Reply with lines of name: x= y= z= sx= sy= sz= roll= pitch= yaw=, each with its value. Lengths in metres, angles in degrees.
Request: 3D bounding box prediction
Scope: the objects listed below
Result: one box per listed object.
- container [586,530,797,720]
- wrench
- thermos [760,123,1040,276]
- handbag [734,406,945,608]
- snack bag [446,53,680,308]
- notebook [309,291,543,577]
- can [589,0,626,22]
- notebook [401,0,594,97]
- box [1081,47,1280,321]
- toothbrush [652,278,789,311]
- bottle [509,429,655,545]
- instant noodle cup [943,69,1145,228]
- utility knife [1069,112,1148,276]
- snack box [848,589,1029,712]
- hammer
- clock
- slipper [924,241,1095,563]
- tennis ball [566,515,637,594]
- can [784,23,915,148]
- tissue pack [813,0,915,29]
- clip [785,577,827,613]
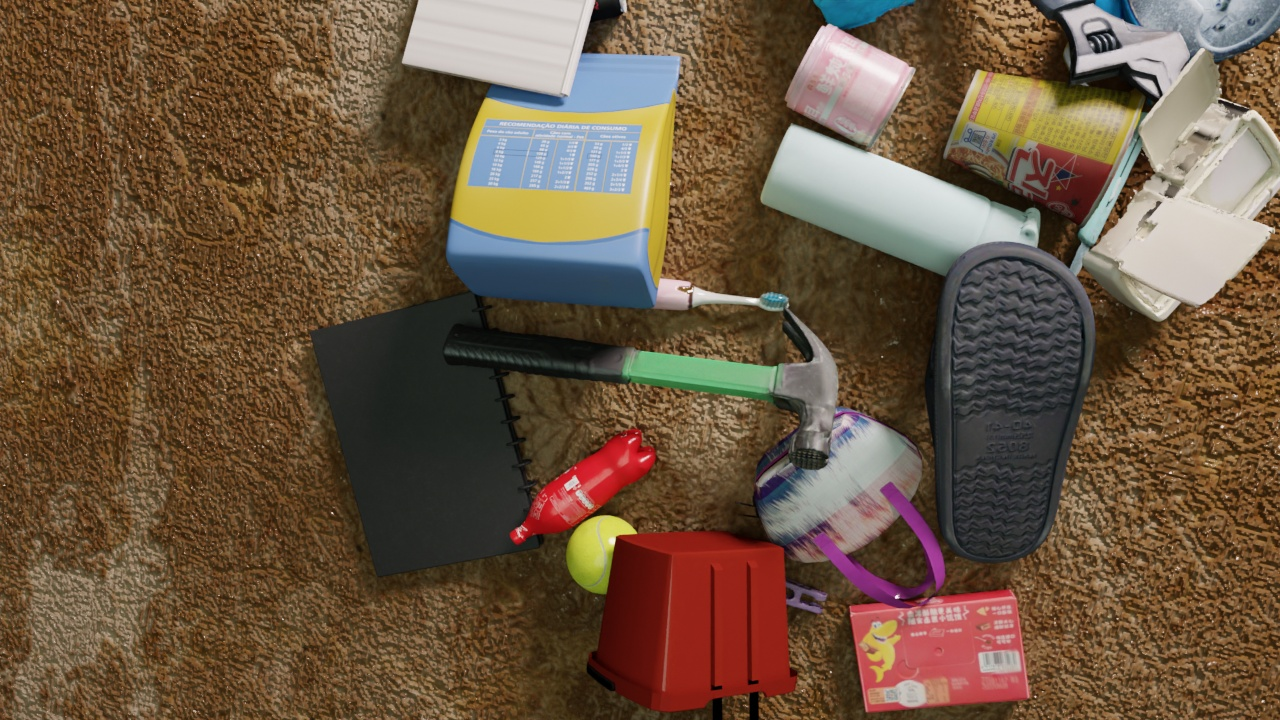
container: x=0.043 y=0.243 z=0.721 sx=0.148 sy=0.127 sz=0.201 roll=4 pitch=88 yaw=-32
wrench: x=0.276 y=-0.271 z=0.642 sx=0.073 sy=0.022 sz=0.273 roll=-33 pitch=71 yaw=-5
thermos: x=0.198 y=-0.112 z=0.698 sx=0.207 sy=0.065 sz=0.078 roll=23 pitch=139 yaw=6
handbag: x=0.178 y=0.129 z=0.742 sx=0.145 sy=0.068 sz=0.170 roll=-40 pitch=96 yaw=11
snack bag: x=-0.054 y=-0.153 z=0.726 sx=0.159 sy=0.102 sz=0.205 roll=5 pitch=75 yaw=9
notebook: x=-0.186 y=0.067 z=0.813 sx=0.169 sy=0.019 sz=0.231 roll=-13 pitch=95 yaw=12
can: x=-0.053 y=-0.285 z=0.735 sx=0.080 sy=0.031 sz=0.031 roll=-9 pitch=96 yaw=11
notebook: x=-0.096 y=-0.322 z=0.724 sx=0.143 sy=0.009 sz=0.209 roll=15 pitch=89 yaw=13
box: x=0.379 y=-0.098 z=0.612 sx=0.101 sy=0.186 sz=0.145 roll=44 pitch=108 yaw=36
toothbrush: x=0.011 y=-0.056 z=0.758 sx=0.223 sy=0.026 sz=0.027 roll=5 pitch=72 yaw=9
bottle: x=-0.051 y=0.111 z=0.777 sx=0.141 sy=0.042 sz=0.042 roll=-36 pitch=90 yaw=5
instant noodle cup: x=0.286 y=-0.160 z=0.668 sx=0.112 sy=0.100 sz=0.100 roll=21 pitch=101 yaw=15
utility knife: x=0.349 y=-0.113 z=0.699 sx=0.022 sy=0.015 sz=0.158 roll=15 pitch=103 yaw=-25
snack box: x=0.246 y=0.242 z=0.761 sx=0.133 sy=0.021 sz=0.089 roll=-9 pitch=96 yaw=11
hammer: x=-0.004 y=0.004 z=0.732 sx=0.319 sy=0.032 sz=0.130 roll=7 pitch=56 yaw=12
clock: x=0.380 y=-0.256 z=0.651 sx=0.162 sy=0.060 sz=0.117 roll=-41 pitch=91 yaw=14
slipper: x=0.274 y=0.029 z=0.704 sx=0.111 sy=0.083 sz=0.268 roll=-3 pitch=116 yaw=7
tennis ball: x=-0.030 y=0.164 z=0.775 sx=0.065 sy=0.065 sz=0.065 roll=1 pitch=98 yaw=9
can: x=0.156 y=-0.207 z=0.692 sx=0.076 sy=0.067 sz=0.067 roll=29 pitch=101 yaw=4
tissue pack: x=0.163 y=-0.322 z=0.664 sx=0.093 sy=0.061 sz=0.144 roll=-11 pitch=97 yaw=38
clip: x=0.133 y=0.198 z=0.780 sx=0.052 sy=0.013 sz=0.036 roll=14 pitch=101 yaw=5
